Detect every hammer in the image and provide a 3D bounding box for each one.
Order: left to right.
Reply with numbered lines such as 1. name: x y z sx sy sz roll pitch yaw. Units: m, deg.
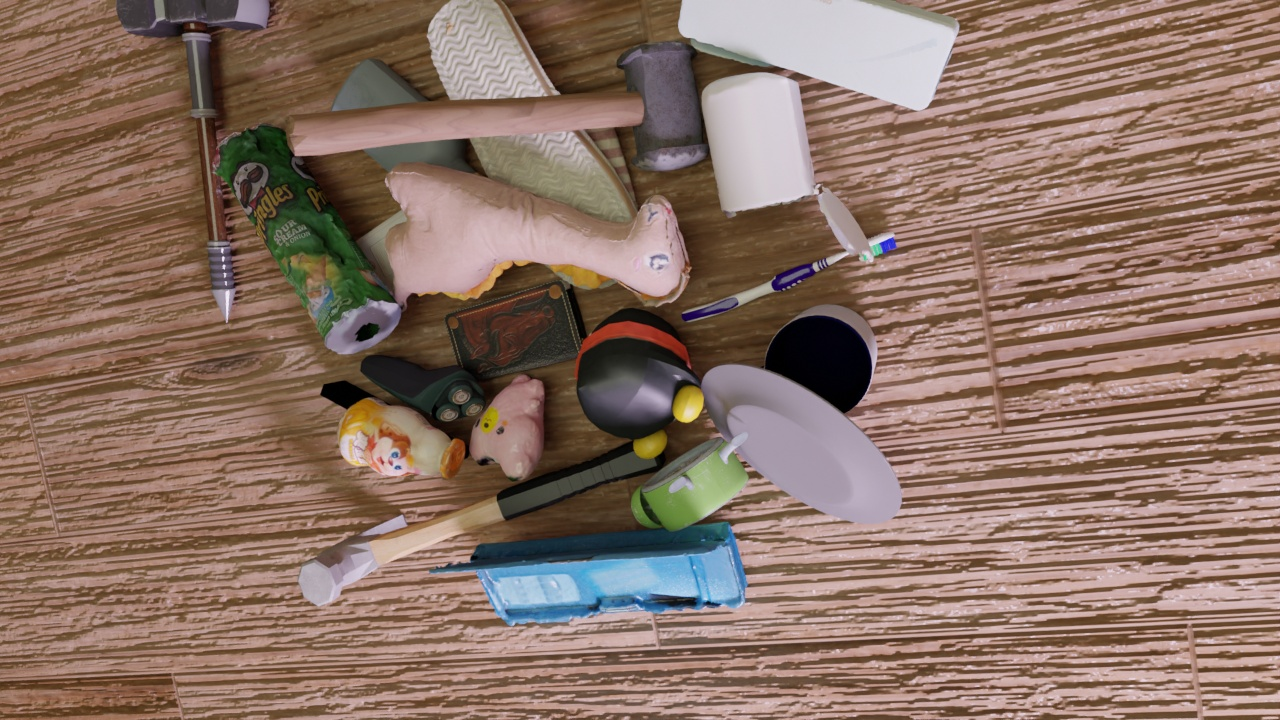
1. hammer: -0.417 -0.199 0.886 0.156 0.043 0.322 2 101 16
2. hammer: -0.136 0.134 0.820 0.328 0.131 0.039 -21 92 9
3. hammer: -0.091 -0.182 0.681 0.052 0.327 0.098 2 102 62

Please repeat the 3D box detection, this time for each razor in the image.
1. razor: -0.204 0.020 0.839 0.143 0.047 0.052 17 66 34

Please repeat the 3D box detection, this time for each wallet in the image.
1. wallet: -0.112 -0.025 0.829 0.123 0.019 0.072 -14 95 18

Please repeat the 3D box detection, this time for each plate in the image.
1. plate: 0.117 0.070 0.708 0.178 0.179 0.012 37 67 8

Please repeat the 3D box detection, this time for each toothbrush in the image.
1. toothbrush: 0.120 -0.066 0.757 0.187 0.015 0.016 -21 96 19

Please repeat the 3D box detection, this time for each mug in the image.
1. mug: 0.128 0.004 0.721 0.112 0.096 0.078 -20 92 18

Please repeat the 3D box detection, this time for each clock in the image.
1. clock: 0.041 0.101 0.749 0.094 0.119 0.042 -32 91 -21

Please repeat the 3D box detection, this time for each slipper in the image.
1. slipper: -0.080 -0.184 0.773 0.115 0.052 0.263 -25 103 28

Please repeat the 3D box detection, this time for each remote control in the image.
1. remote control: -0.235 -0.094 0.852 0.139 0.025 0.060 -28 89 20
2. remote control: -0.232 0.058 0.869 0.150 0.034 0.013 26 101 11

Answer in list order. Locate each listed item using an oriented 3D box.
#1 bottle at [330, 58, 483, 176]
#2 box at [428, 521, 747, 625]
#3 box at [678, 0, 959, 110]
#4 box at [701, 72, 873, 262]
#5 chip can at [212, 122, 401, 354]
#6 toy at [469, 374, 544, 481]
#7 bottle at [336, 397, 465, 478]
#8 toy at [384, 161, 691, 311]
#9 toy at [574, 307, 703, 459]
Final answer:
1. bottle: -0.197 -0.191 0.815 0.161 0.046 0.072 41 107 7
2. box: -0.036 0.170 0.771 0.232 0.173 0.066 -7 61 12
3. box: 0.136 -0.254 0.690 0.199 0.096 0.086 23 135 12
4. box: 0.114 -0.144 0.708 0.119 0.084 0.160 -7 98 20
5. chip can: -0.298 -0.109 0.821 0.075 0.075 0.223 -42 73 18
6. toy: -0.113 0.058 0.816 0.102 0.050 0.093 16 86 55
7. bottle: -0.210 0.073 0.812 0.108 0.063 0.063 15 102 14
8. toy: -0.091 -0.082 0.769 0.264 0.065 0.197 19 132 4
9. toy: -0.004 0.005 0.758 0.099 0.119 0.098 24 134 -18
